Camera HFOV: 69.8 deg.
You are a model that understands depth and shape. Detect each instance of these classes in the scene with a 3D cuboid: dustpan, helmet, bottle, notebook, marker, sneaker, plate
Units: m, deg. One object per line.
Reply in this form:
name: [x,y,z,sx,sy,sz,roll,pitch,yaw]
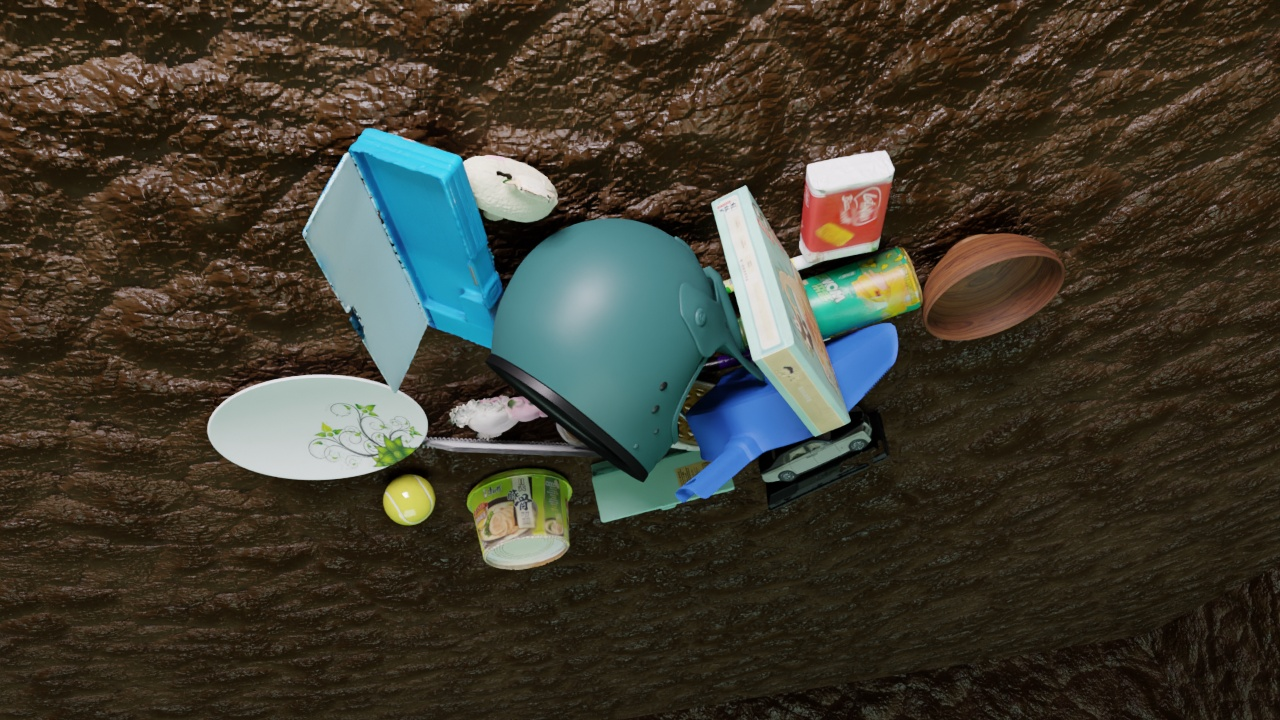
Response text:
dustpan: [0.111,0.061,0.940,0.246,0.059,0.256,-20,-172,45]
helmet: [-0.004,-0.018,0.854,0.200,0.176,0.275,-54,136,-10]
bottle: [0.187,-0.055,0.974,0.210,0.068,0.068,-19,148,11]
notebook: [-0.125,0.106,1.093,0.245,0.013,0.178,5,176,-25]
marker: [0.135,-0.091,0.950,0.132,0.014,0.014,-18,148,10]
marker: [0.078,0.008,1.086,0.134,0.015,0.018,-13,151,1]
sneaker: [0.008,0.069,1.120,0.235,0.087,0.079,0,173,-16]
plate: [-0.355,0.068,1.022,0.229,0.030,0.230,-8,148,-5]

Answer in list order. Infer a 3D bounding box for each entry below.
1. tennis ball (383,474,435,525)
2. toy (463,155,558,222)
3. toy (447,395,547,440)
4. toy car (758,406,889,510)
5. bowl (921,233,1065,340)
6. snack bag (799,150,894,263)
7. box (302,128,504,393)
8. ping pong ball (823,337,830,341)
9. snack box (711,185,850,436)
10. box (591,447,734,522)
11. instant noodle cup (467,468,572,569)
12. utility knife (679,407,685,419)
tennis ball: [-0.299,0.180,1.185,0.065,0.065,0.065,-9,148,-6]
toy: [-0.108,-0.140,0.754,0.087,0.050,0.113,16,160,-37]
toy: [-0.157,0.059,1.062,0.109,0.041,0.095,-13,162,12]
toy car: [0.241,0.124,1.276,0.192,0.094,0.071,-28,124,25]
bowl: [0.362,-0.091,0.974,0.147,0.068,0.147,-9,148,-6]
snack bag: [0.192,-0.143,0.867,0.077,0.036,0.116,-11,148,-1]
box: [-0.189,-0.063,0.775,0.094,0.115,0.244,20,152,15]
ping pong ball: [0.197,-0.026,1.049,0.040,0.040,0.040,-9,148,-6]
snack box: [0.126,-0.045,0.837,0.044,0.193,0.141,-24,139,18]
box: [0.032,0.172,1.258,0.188,0.092,0.077,-13,147,2]
instant noodle cup: [-0.162,0.222,1.266,0.146,0.097,0.146,-8,148,-5]
utility knife: [-0.006,0.006,0.980,0.020,0.028,0.172,-35,115,23]
